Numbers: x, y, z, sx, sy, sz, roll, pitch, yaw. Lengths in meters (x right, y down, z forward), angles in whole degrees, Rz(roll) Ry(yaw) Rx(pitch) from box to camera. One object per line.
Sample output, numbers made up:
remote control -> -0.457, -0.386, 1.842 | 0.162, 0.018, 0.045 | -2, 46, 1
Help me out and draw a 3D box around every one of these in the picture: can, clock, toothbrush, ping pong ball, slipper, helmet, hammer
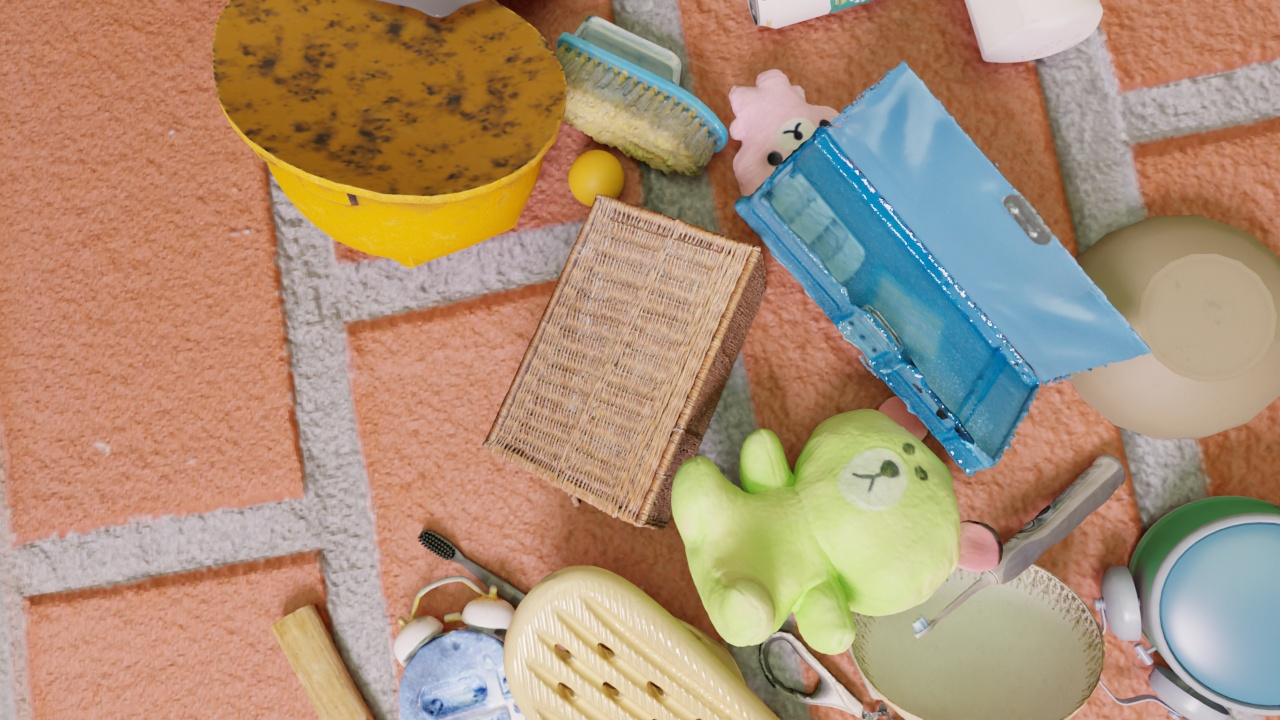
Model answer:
can -> 0.126, -0.271, 0.643 | 0.102, 0.055, 0.055 | -15, 83, 4
clock -> 0.358, 0.159, 0.573 | 0.162, 0.075, 0.122 | -35, 83, 15
toothbrush -> 0.241, 0.120, 0.582 | 0.185, 0.022, 0.024 | -33, 87, -16
ping pong ball -> -0.031, -0.130, 0.655 | 0.040, 0.040, 0.040 | -1, 84, 6
clock -> -0.119, 0.210, 0.627 | 0.089, 0.052, 0.125 | -18, 83, 5
slipper -> 0.019, 0.229, 0.601 | 0.261, 0.079, 0.111 | 42, 93, -10
toothbrush -> -0.088, 0.167, 0.648 | 0.167, 0.013, 0.013 | 31, 88, 6
helmet -> -0.163, -0.150, 0.622 | 0.204, 0.132, 0.255 | -26, 59, -24
hammer -> -0.162, 0.319, 0.633 | 0.132, 0.033, 0.330 | -32, 82, 4

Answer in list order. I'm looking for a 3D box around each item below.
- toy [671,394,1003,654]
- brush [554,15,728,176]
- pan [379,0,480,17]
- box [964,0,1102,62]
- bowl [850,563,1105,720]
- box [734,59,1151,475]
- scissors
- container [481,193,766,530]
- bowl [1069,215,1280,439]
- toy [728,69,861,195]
toy -> 0.116, 0.106, 0.577 | 0.196, 0.107, 0.150 | -5, 52, -24
brush -> 0.003, -0.188, 0.652 | 0.136, 0.055, 0.075 | 29, 66, 8
pan -> -0.211, -0.314, 0.637 | 0.354, 0.024, 0.216 | -6, 58, -9
box -> 0.225, -0.269, 0.598 | 0.136, 0.084, 0.147 | -16, 88, -24
bowl -> 0.207, 0.189, 0.572 | 0.145, 0.145, 0.063 | -13, 121, 5
box -> 0.181, -0.050, 0.553 | 0.231, 0.112, 0.094 | 48, 59, -5
scissors -> 0.146, 0.232, 0.615 | 0.150, 0.012, 0.164 | -1, 85, 7
container -> -0.004, 0.003, 0.603 | 0.113, 0.114, 0.198 | 24, 86, 12
bowl -> 0.356, -0.025, 0.597 | 0.152, 0.050, 0.152 | -1, 85, 6
toy -> 0.099, -0.153, 0.634 | 0.099, 0.053, 0.096 | -29, 97, -2
